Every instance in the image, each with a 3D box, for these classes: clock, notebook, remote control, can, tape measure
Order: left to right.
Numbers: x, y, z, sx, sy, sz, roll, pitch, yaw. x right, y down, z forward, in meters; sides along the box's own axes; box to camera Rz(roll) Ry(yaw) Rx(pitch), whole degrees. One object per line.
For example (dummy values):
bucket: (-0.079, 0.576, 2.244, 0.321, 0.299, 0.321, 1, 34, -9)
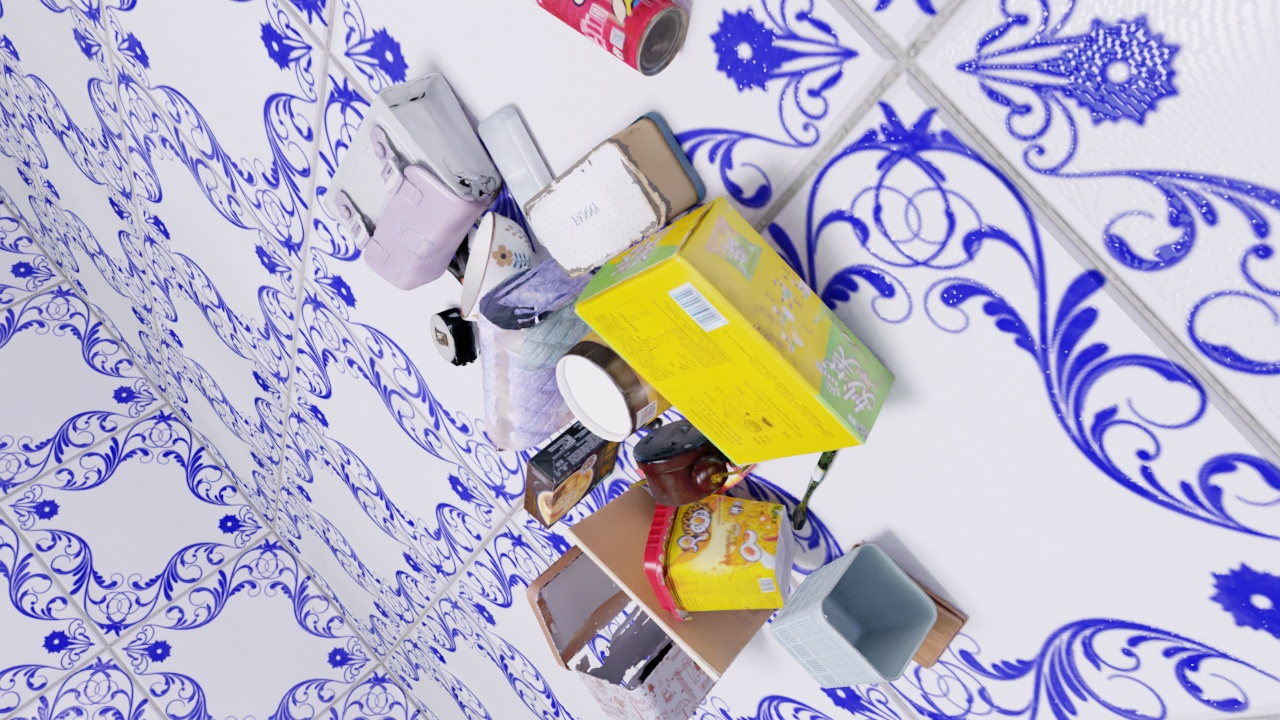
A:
tape measure: (-0.234, -0.031, 1.141, 0.066, 0.033, 0.066, 23, 126, 48)
remote control: (-0.107, -0.173, 0.877, 0.056, 0.020, 0.136, -7, 116, 54)
can: (-0.032, -0.264, 0.672, 0.133, 0.053, 0.053, 39, 145, 19)
notebook: (0.037, 0.226, 0.978, 0.211, 0.149, 0.012, 41, 119, 16)
clock: (0.049, 0.093, 0.846, 0.122, 0.081, 0.055, -8, 110, 35)

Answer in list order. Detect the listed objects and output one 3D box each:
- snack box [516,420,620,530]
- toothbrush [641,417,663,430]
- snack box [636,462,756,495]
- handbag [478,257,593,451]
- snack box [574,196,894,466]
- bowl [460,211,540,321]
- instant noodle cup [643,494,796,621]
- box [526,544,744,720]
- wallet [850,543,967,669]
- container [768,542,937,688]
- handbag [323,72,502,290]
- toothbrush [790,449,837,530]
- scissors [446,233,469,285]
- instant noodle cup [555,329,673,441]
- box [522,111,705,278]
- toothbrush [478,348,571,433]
snack box: (-0.081, 0.125, 1.043, 0.053, 0.113, 0.126, 38, 145, 20)
toothbrush: (-0.002, 0.064, 0.928, 0.018, 0.015, 0.181, 48, 168, -6)
snack box: (0.054, 0.111, 0.948, 0.075, 0.025, 0.153, 49, 146, 6)
handbag: (-0.102, -0.007, 0.927, 0.075, 0.133, 0.194, 34, 142, 24)
snack box: (0.071, -0.013, 0.726, 0.210, 0.069, 0.158, 43, 149, -17)
bowl: (-0.140, -0.090, 0.941, 0.062, 0.113, 0.114, 15, 154, -21)
instant noodle cup: (0.081, 0.187, 0.893, 0.124, 0.116, 0.116, -1, 136, 21)
box: (-0.004, 0.278, 1.040, 0.157, 0.182, 0.193, -6, 120, 52)
wallet: (0.235, 0.230, 0.851, 0.115, 0.020, 0.101, 32, 143, 23)
container: (0.182, 0.232, 0.816, 0.090, 0.089, 0.112, 45, 147, 3)
handbag: (-0.236, -0.174, 0.946, 0.145, 0.098, 0.198, 51, 141, -2)
toothbrush: (0.161, 0.098, 0.814, 0.012, 0.017, 0.186, 7, 139, -3)
scissors: (-0.208, -0.110, 1.057, 0.222, 0.021, 0.211, 38, 144, 21)
instant noodle cup: (-0.005, 0.005, 0.839, 0.118, 0.114, 0.119, 31, 141, 28)
box: (-0.024, -0.137, 0.781, 0.185, 0.059, 0.090, -18, 107, 53)
toothbrush: (-0.136, 0.044, 1.123, 0.180, 0.016, 0.016, 40, 153, 18)
